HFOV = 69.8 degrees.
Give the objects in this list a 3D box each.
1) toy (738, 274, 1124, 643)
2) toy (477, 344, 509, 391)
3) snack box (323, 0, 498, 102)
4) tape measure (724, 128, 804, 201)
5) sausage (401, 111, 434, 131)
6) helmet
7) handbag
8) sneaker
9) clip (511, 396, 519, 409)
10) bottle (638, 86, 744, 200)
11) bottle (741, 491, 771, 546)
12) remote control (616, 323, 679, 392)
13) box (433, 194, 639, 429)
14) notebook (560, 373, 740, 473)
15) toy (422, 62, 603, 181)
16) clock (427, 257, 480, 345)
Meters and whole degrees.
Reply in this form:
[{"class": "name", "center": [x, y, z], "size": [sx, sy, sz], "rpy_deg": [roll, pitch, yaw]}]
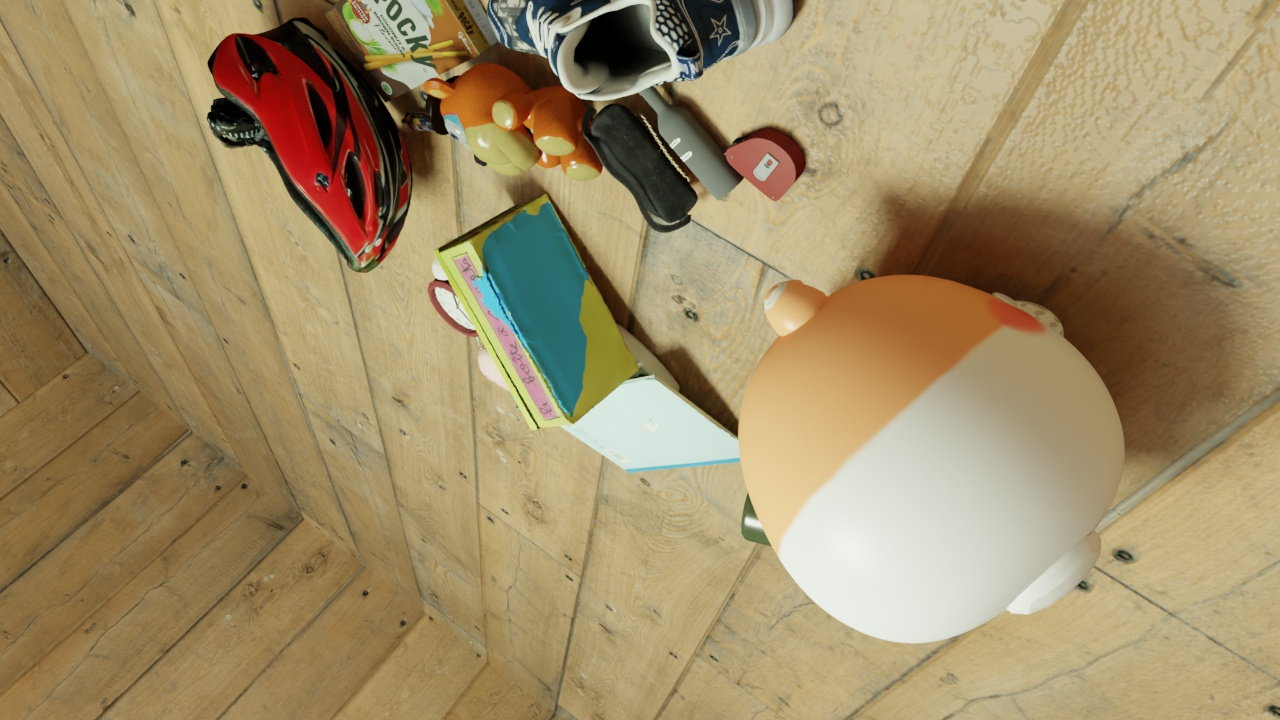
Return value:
[{"class": "toy", "center": [0.201, 0.059, 0.673], "size": [0.280, 0.266, 0.262], "rpy_deg": [49, -174, 21]}, {"class": "toy", "center": [-0.160, -0.001, 1.189], "size": [0.108, 0.053, 0.105], "rpy_deg": [24, 134, 11]}, {"class": "snack box", "center": [-0.219, -0.317, 0.867], "size": [0.186, 0.031, 0.101], "rpy_deg": [-1, 130, 49]}, {"class": "tape measure", "center": [0.099, -0.159, 0.726], "size": [0.059, 0.019, 0.052], "rpy_deg": [41, 150, 0]}, {"class": "sausage", "center": [-0.197, -0.246, 0.945], "size": [0.155, 0.020, 0.020], "rpy_deg": [13, 139, 39]}, {"class": "helmet", "center": [-0.343, -0.225, 0.981], "size": [0.272, 0.166, 0.218], "rpy_deg": [60, 165, -14]}, {"class": "handbag", "center": [-0.003, -0.166, 0.788], "size": [0.128, 0.054, 0.079], "rpy_deg": [49, 180, -11]}, {"class": "sneaker", "center": [-0.033, -0.239, 0.661], "size": [0.270, 0.132, 0.103], "rpy_deg": [16, 143, 38]}, {"class": "clip", "center": [-0.107, 0.036, 1.153], "size": [0.120, 0.027, 0.103], "rpy_deg": [-8, 129, 18]}, {"class": "bottle", "center": [0.038, -0.184, 0.752], "size": [0.113, 0.030, 0.030], "rpy_deg": [48, 149, -11]}, {"class": "bottle", "center": [0.213, 0.177, 0.964], "size": [0.207, 0.071, 0.071], "rpy_deg": [11, 141, 16]}, {"class": "remote control", "center": [-0.006, 0.006, 1.046], "size": [0.114, 0.028, 0.060], "rpy_deg": [47, 149, -10]}, {"class": "box", "center": [-0.106, -0.051, 0.966], "size": [0.080, 0.124, 0.221], "rpy_deg": [-11, 114, 50]}, {"class": "notebook", "center": [-0.001, 0.082, 1.097], "size": [0.181, 0.009, 0.254], "rpy_deg": [38, 150, -28]}, {"class": "toy", "center": [-0.116, -0.216, 0.824], "size": [0.176, 0.096, 0.112], "rpy_deg": [33, -178, 23]}, {"class": "clock", "center": [-0.218, -0.083, 1.148], "size": [0.096, 0.048, 0.138], "rpy_deg": [35, 150, 11]}]
